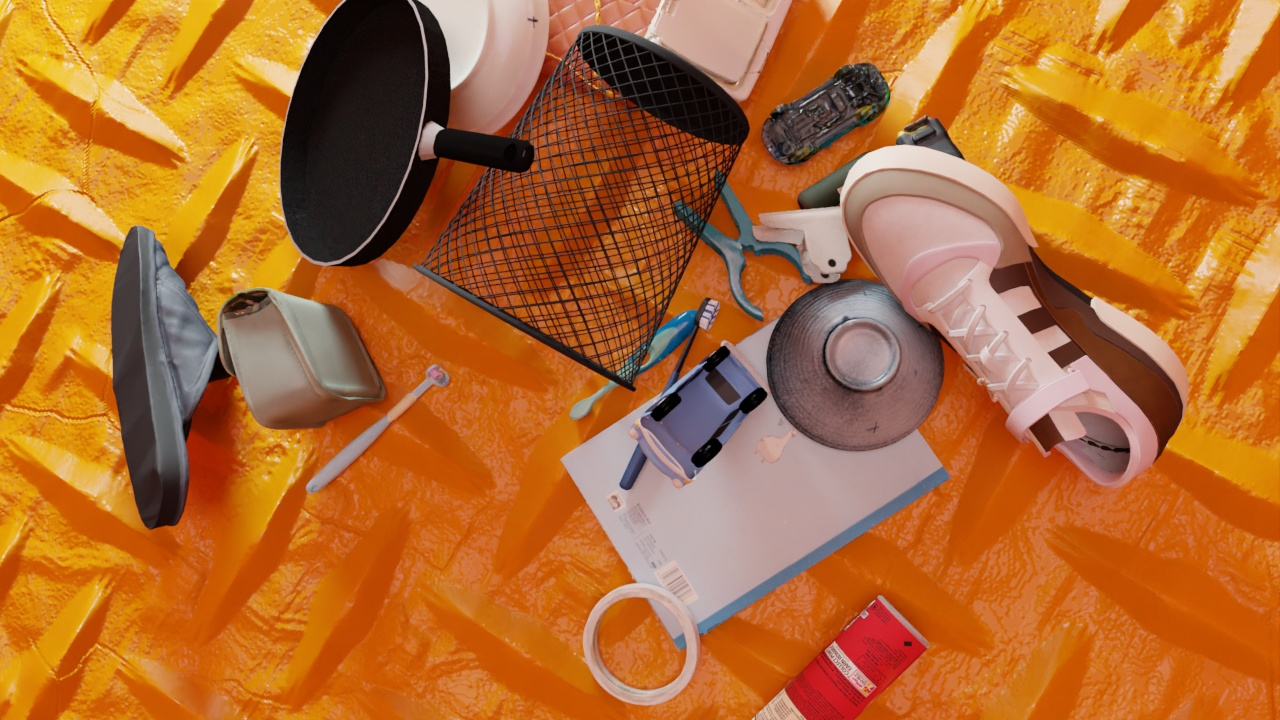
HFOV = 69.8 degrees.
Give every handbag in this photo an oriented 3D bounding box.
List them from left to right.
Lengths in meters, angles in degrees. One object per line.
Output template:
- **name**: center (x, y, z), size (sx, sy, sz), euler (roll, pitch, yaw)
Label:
- **handbag**: center (-0.271, -0.001, 0.735), size (0.067, 0.122, 0.106), euler (-26, 84, 7)
- **handbag**: center (-0.064, -0.290, 0.765), size (0.172, 0.060, 0.109), euler (23, 92, 10)

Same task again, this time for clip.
- **clip**: center (0.098, -0.101, 0.739), size (0.120, 0.030, 0.130), euler (-22, 80, 7)
- **clip**: center (0.140, -0.089, 0.722), size (0.102, 0.052, 0.059), euler (-6, 90, -9)

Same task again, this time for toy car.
- **toy car**: center (0.043, 0.039, 0.671), size (0.056, 0.153, 0.055), euler (48, 128, 1)
- **toy car**: center (0.148, -0.196, 0.736), size (0.105, 0.032, 0.048), euler (-31, 81, 10)

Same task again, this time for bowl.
- **bowl**: center (0.165, -0.001, 0.693), size (0.137, 0.057, 0.137), euler (-1, 82, 7)

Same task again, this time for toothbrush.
- **toothbrush**: center (-0.223, 0.060, 0.774), size (0.155, 0.016, 0.022), euler (-42, 118, 2)
- **toothbrush**: center (-0.004, 0.004, 0.749), size (0.135, 0.017, 0.022), euler (-40, 80, 0)
- **toothbrush**: center (0.023, 0.027, 0.732), size (0.014, 0.014, 0.167), euler (24, 88, 22)

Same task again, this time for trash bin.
- **trash bin**: center (-0.033, -0.113, 0.676), size (0.184, 0.184, 0.210), euler (29, 89, 10)

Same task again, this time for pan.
- **pan**: center (-0.180, -0.168, 0.689), size (0.357, 0.034, 0.225), euler (21, 98, 43)

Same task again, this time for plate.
- **plate**: center (-0.157, -0.272, 0.751), size (0.183, 0.034, 0.182), euler (4, 98, 30)

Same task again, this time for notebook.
- **notebook**: center (0.087, 0.086, 0.729), size (0.253, 0.009, 0.181), euler (-33, 80, 3)

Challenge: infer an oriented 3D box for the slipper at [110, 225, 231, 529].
- **slipper**: center (-0.390, 0.011, 0.780), size (0.109, 0.083, 0.265), euler (-40, 62, 41)

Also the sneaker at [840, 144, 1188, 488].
- **sneaker**: center (0.244, -0.021, 0.638), size (0.294, 0.116, 0.112), euler (43, 137, -3)

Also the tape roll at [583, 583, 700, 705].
- **tape roll**: center (0.001, 0.222, 0.719), size (0.093, 0.013, 0.093), euler (0, 90, 17)

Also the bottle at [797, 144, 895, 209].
- **bottle**: center (0.175, -0.149, 0.731), size (0.106, 0.025, 0.025), euler (-32, 81, 4)

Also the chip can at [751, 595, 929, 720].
- **chip can**: center (0.121, 0.268, 0.685), size (0.215, 0.052, 0.052), euler (-45, 80, 2)

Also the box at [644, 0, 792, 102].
- **box**: center (0.036, -0.302, 0.712), size (0.184, 0.044, 0.143), euler (23, 89, -23)

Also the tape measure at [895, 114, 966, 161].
- **tape measure**: center (0.224, -0.139, 0.699), size (0.042, 0.072, 0.071), euler (-29, 70, 0)
